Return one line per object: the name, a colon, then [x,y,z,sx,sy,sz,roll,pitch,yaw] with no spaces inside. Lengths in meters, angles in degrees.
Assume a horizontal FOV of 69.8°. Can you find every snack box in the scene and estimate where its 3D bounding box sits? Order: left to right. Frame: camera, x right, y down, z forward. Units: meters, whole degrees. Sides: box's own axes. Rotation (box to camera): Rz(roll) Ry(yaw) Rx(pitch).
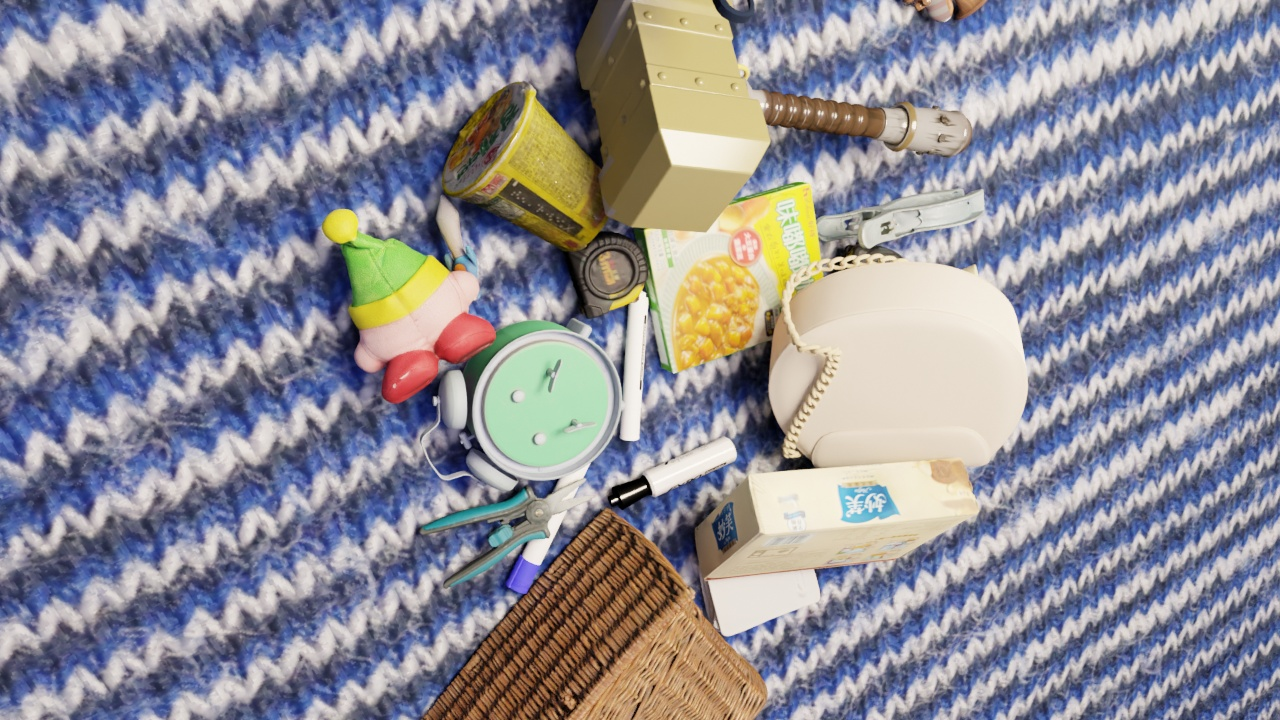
snack box: [0.085,-0.075,0.816,0.167,0.027,0.132,-19,110,-19]
snack box: [0.170,0.144,0.824,0.207,0.154,0.055,-2,63,-17]

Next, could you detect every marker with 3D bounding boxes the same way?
marker: [-0.077,0.134,0.797,0.020,0.020,0.141,26,91,-27]
marker: [-0.005,0.005,0.801,0.020,0.017,0.133,-15,112,-59]
marker: [0.028,0.103,0.833,0.125,0.025,0.025,-22,110,-18]

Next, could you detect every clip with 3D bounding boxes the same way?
clip: [0.239,-0.136,0.863,0.163,0.108,0.028,-16,107,-24]

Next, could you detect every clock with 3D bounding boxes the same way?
clock: [-0.097,0.041,0.735,0.161,0.075,0.122,-30,112,-14]

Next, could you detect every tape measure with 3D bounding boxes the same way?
tape measure: [-0.028,-0.076,0.762,0.062,0.038,0.067,-20,106,-10]
tape measure: [0.216,-0.074,0.868,0.072,0.042,0.071,14,95,-22]

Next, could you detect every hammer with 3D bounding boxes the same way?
hammer: [0.128,-0.195,0.725,0.324,0.101,0.190,1,64,-24]

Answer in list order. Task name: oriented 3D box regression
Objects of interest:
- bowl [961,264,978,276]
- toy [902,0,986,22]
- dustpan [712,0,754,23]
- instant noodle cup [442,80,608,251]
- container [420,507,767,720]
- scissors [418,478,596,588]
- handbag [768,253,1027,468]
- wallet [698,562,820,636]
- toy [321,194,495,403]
bowl: [0.296,-0.028,0.889,0.074,0.117,0.118,-10,111,22]
toy: [0.263,-0.337,0.829,0.102,0.042,0.054,31,66,-19]
dustpan: [0.028,-0.324,0.631,0.236,0.080,0.272,1,70,-24]
instant noodle cup: [-0.078,-0.140,0.697,0.108,0.102,0.102,33,87,-35]
container: [-0.024,0.292,0.783,0.249,0.162,0.183,-49,120,-6]
scissors: [-0.115,0.141,0.773,0.122,0.019,0.149,30,87,-13]
handbag: [0.219,0.018,0.794,0.211,0.103,0.209,-3,134,17]
wallet: [0.114,0.212,0.896,0.116,0.032,0.086,-12,95,-20]
toy: [-0.172,-0.052,0.677,0.124,0.097,0.131,-33,86,-5]
